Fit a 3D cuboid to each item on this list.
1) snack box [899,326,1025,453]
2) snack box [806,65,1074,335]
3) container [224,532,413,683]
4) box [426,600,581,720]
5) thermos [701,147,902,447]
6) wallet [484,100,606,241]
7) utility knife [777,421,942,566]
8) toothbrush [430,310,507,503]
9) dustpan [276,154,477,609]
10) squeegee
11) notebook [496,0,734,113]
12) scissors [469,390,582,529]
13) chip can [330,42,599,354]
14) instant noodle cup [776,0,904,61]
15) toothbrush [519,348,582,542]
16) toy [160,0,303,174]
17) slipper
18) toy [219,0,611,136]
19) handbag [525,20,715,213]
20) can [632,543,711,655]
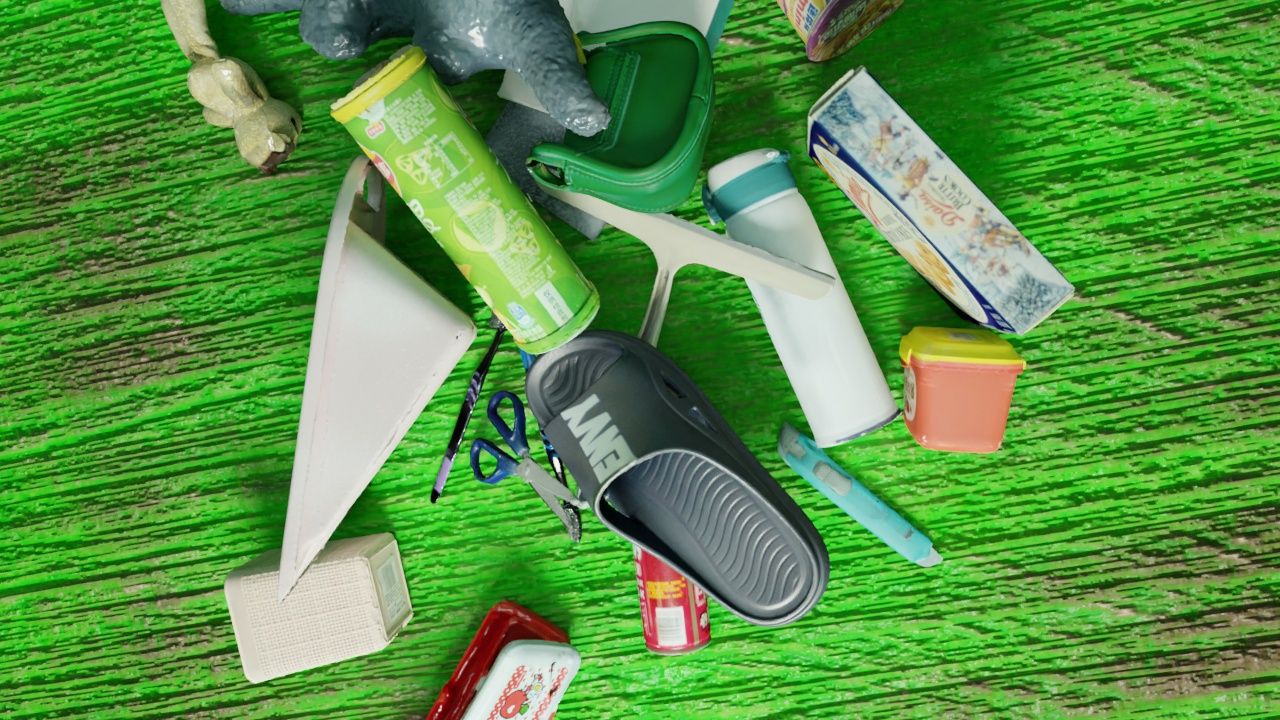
[{"bbox_3d":[0.229,0.021,0.664,0.082,0.091,0.080,3,101,7],"label":"snack box"},{"bbox_3d":[0.187,-0.100,0.614,0.046,0.177,0.182,-44,87,11],"label":"snack box"},{"bbox_3d":[-0.252,0.193,0.735,0.111,0.090,0.090,-12,92,4],"label":"container"},{"bbox_3d":[-0.127,0.300,0.724,0.094,0.091,0.201,29,96,3],"label":"box"},{"bbox_3d":[0.115,-0.049,0.684,0.073,0.073,0.224,-24,90,8],"label":"thermos"},{"bbox_3d":[-0.058,-0.166,0.722,0.121,0.019,0.097,35,95,5],"label":"wallet"},{"bbox_3d":[0.169,0.107,0.714,0.161,0.013,0.029,39,99,3],"label":"utility knife"},{"bbox_3d":[-0.139,0.032,0.745,0.014,0.016,0.189,27,99,30],"label":"toothbrush"},{"bbox_3d":[-0.217,0.002,0.658,0.139,0.223,0.273,36,84,-9],"label":"dustpan"},{"bbox_3d":[-0.004,0.004,0.709,0.246,0.039,0.247,24,108,18],"label":"squeegee"},{"bbox_3d":[-0.006,-0.277,0.702,0.150,0.012,0.209,21,92,5],"label":"notebook"},{"bbox_3d":[-0.091,0.087,0.686,0.012,0.173,0.129,18,126,-35],"label":"scissors"},{"bbox_3d":[-0.112,-0.101,0.627,0.072,0.072,0.221,-32,117,8],"label":"chip can"},{"bbox_3d":[0.132,-0.287,0.649,0.111,0.111,0.099,-40,80,8],"label":"instant noodle cup"},{"bbox_3d":[-0.075,0.056,0.739,0.014,0.016,0.189,-15,91,6],"label":"toothbrush"},{"bbox_3d":[-0.324,-0.225,0.721,0.066,0.105,0.157,-37,104,-35],"label":"toy"},{"bbox_3d":[0.019,0.079,0.638,0.268,0.083,0.111,44,104,13],"label":"slipper"},{"bbox_3d":[-0.159,-0.260,0.658,0.357,0.091,0.137,21,81,20],"label":"toy"},{"bbox_3d":[-0.010,-0.173,0.647,0.120,0.068,0.131,10,74,11],"label":"handbag"},{"bbox_3d":[0.022,0.156,0.715,0.053,0.053,0.133,-7,93,7],"label":"can"}]
